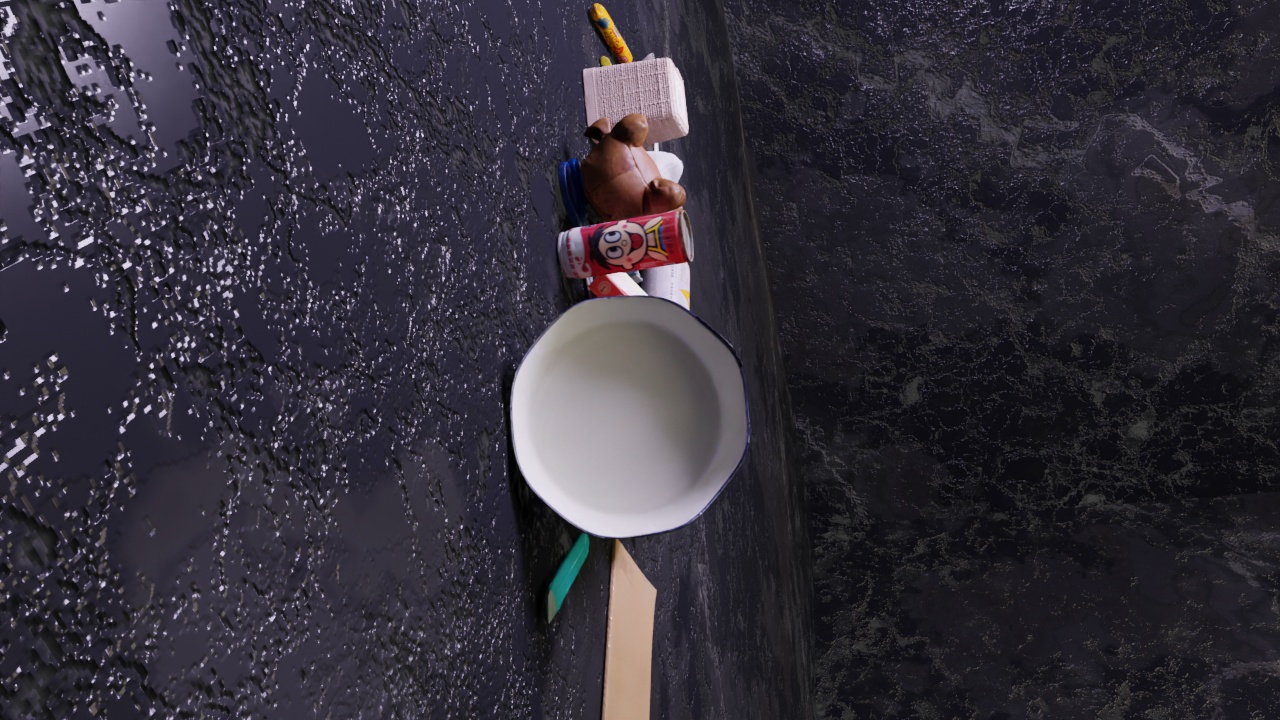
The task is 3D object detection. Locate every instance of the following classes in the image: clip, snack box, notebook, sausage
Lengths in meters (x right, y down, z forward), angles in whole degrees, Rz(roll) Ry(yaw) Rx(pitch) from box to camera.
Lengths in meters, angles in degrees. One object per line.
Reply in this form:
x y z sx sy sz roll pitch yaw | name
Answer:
-0.012 -0.112 1.189 0.058 0.027 0.045 47 31 -73 | clip
-0.011 -0.067 1.050 0.077 0.027 0.155 45 9 3 | snack box
-0.011 0.319 0.993 0.149 0.012 0.211 64 23 -50 | notebook
-0.039 -0.442 1.252 0.165 0.021 0.021 27 57 -73 | sausage

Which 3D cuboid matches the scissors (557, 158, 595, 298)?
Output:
-0.064 -0.141 1.019 0.124 0.012 0.174 -83 162 -46 | scissors

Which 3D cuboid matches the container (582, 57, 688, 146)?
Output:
-0.004 -0.318 1.142 0.090 0.111 0.090 19 64 -75 | container

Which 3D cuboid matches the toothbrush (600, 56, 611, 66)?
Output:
-0.022 -0.379 1.298 0.190 0.017 0.015 34 50 -72 | toothbrush

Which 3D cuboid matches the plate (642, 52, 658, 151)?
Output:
0.006 -0.284 1.260 0.162 0.034 0.265 48 41 -85 | plate

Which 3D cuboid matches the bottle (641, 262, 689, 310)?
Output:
0.032 -0.062 1.246 0.068 0.068 0.189 65 23 -51 | bottle

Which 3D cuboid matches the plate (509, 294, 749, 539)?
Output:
-0.010 0.047 0.783 0.046 0.204 0.204 139 -54 -79 | plate

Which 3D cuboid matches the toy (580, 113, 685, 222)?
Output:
-0.008 -0.203 1.039 0.140 0.130 0.200 65 -7 2 | toy

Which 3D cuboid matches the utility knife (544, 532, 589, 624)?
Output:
-0.067 0.193 0.833 0.151 0.013 0.029 -49 133 -75 | utility knife

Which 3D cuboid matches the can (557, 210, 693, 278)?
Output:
-0.015 -0.118 0.944 0.053 0.133 0.053 -6 89 -76 | can
